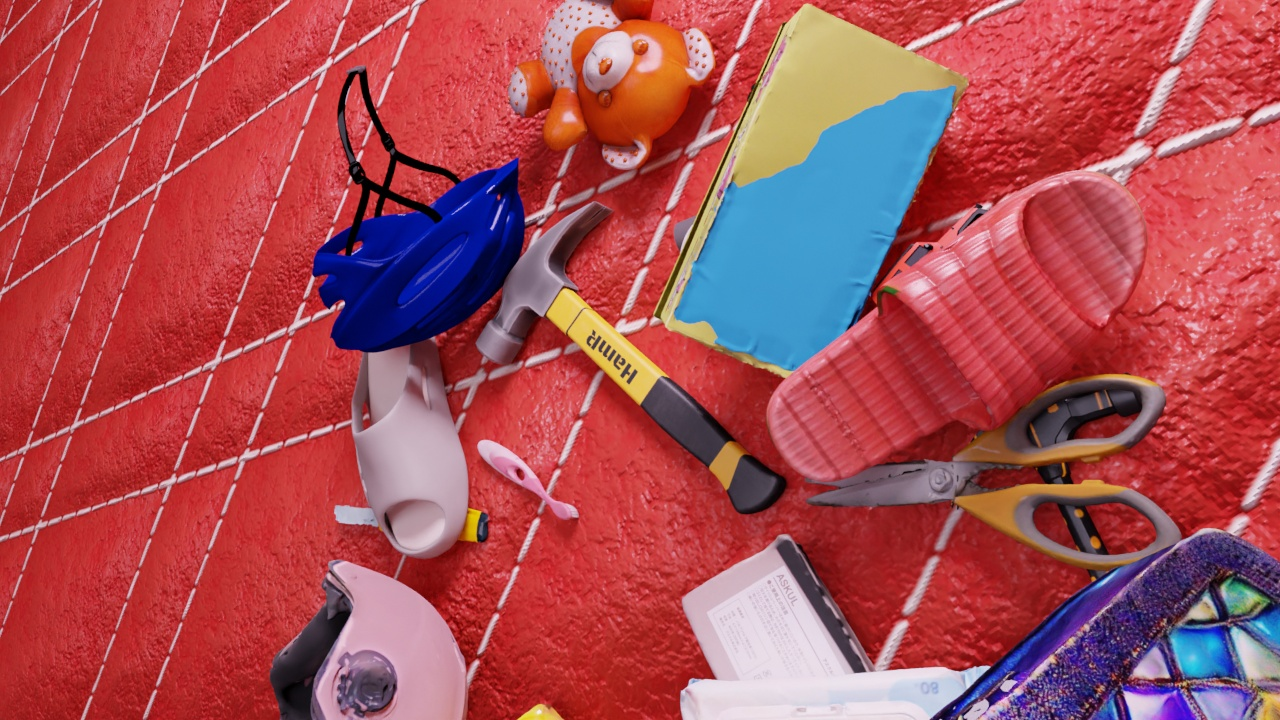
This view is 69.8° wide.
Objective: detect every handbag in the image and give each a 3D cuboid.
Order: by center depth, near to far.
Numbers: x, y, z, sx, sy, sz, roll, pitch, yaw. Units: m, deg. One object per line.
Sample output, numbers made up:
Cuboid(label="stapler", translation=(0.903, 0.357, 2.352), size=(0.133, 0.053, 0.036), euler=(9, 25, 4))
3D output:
Cuboid(label="handbag", translation=(0.229, 0.209, 0.386), size=(0.222, 0.125, 0.205), euler=(-44, 69, -8))

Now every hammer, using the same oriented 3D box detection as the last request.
Cuboid(label="hammer", translation=(0.270, 0.168, 0.492), size=(0.123, 0.036, 0.320), euler=(-30, 62, 30))
Cuboid(label="hammer", translation=(-0.004, 0.004, 0.734), size=(0.324, 0.034, 0.170), euler=(43, 106, 33))

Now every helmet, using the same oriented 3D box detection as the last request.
Cuboid(label="helmet", translation=(-0.228, 0.304, 0.744), size=(0.231, 0.152, 0.255), euler=(-54, 25, 26))
Cuboid(label="helmet", translation=(-0.220, -0.128, 0.807), size=(0.242, 0.228, 0.147), euler=(-31, 23, 11))

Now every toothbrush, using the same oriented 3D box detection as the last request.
Cuboid(label="toothbrush", translation=(-0.100, 0.103, 0.795), size=(0.135, 0.016, 0.021), euler=(31, 99, 39))

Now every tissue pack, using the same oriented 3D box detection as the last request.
Cuboid(label="tissue pack", translation=(0.112, 0.231, 0.508), size=(0.182, 0.070, 0.112), euler=(-10, 66, 18))
Cuboid(label="tissue pack", translation=(0.104, 0.217, 0.594), size=(0.104, 0.071, 0.181), euler=(-35, 64, 9))

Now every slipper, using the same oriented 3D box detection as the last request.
Cuboid(label="slipper", translation=(0.178, -0.008, 0.528), size=(0.249, 0.059, 0.103), euler=(-40, 88, 19))
Cuboid(label="slipper", translation=(-0.235, 0.054, 0.857), size=(0.113, 0.080, 0.265), euler=(-27, 60, 25))

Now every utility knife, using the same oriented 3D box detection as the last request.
Cuboid(label="utility knife", translation=(-0.224, 0.151, 0.877), size=(0.219, 0.019, 0.030), euler=(-1, 74, 32))

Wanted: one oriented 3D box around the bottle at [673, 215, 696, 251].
Cuboid(label="bottle", translation=(0.080, -0.108, 0.690), size=(0.113, 0.030, 0.030), euler=(-16, 71, 34))

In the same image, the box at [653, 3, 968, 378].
Cuboid(label="box", translation=(0.106, -0.101, 0.605), size=(0.124, 0.082, 0.221), euler=(21, 99, -5))

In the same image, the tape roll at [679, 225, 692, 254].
Cuboid(label="tape roll", translation=(0.073, -0.069, 0.676), size=(0.093, 0.013, 0.093), euler=(7, 105, 26))

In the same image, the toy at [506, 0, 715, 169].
Cuboid(label="toy", translation=(-0.028, -0.245, 0.760), size=(0.172, 0.092, 0.164), euler=(46, 107, 32))

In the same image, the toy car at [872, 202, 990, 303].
Cuboid(label="toy car", translation=(0.192, -0.056, 0.581), size=(0.049, 0.051, 0.100), euler=(47, 110, 31))

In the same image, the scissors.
Cuboid(label="scissors", translation=(0.198, 0.060, 0.553), size=(0.228, 0.016, 0.134), euler=(1, 77, 42))

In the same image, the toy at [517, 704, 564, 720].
Cuboid(label="toy", translation=(-0.091, 0.366, 0.673), size=(0.087, 0.134, 0.194), euler=(20, 88, -4))
